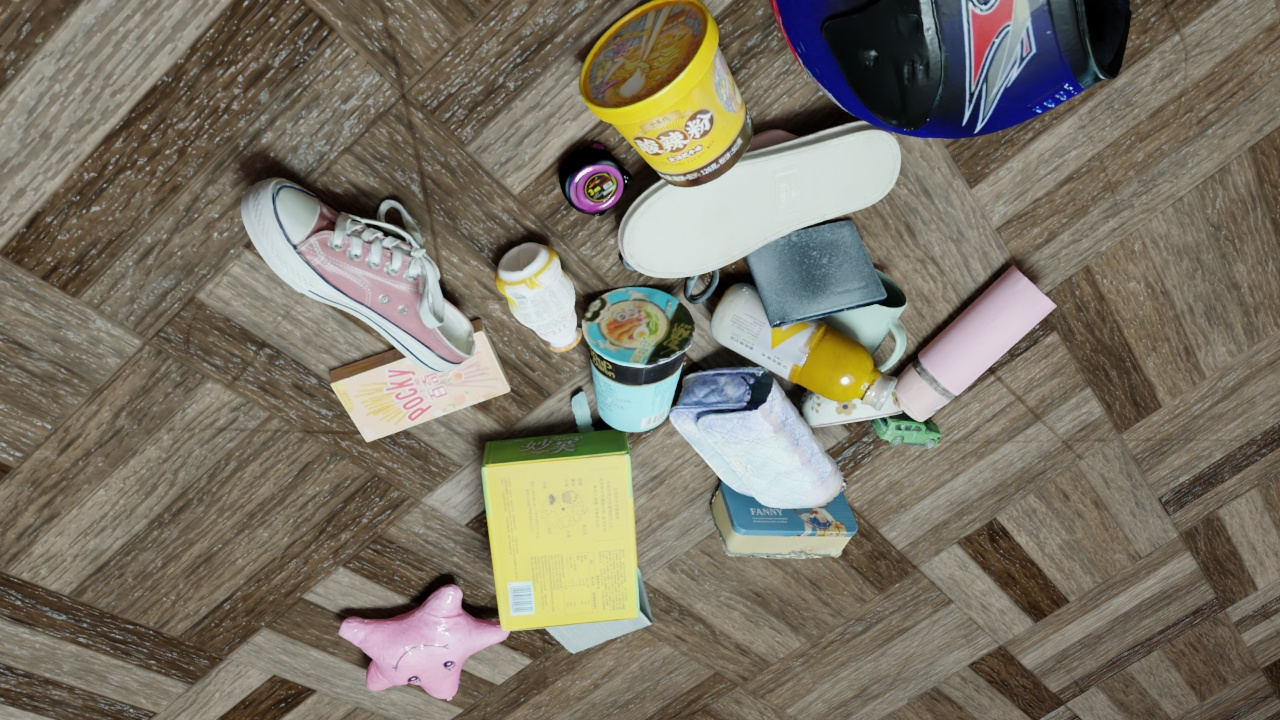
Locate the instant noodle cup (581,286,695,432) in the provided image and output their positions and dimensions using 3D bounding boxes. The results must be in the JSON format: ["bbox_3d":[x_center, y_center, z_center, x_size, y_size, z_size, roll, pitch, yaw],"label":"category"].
[{"bbox_3d":[-0.005,0.005,0.925,0.111,0.111,0.121,-8,138,-11],"label":"instant noodle cup"}]

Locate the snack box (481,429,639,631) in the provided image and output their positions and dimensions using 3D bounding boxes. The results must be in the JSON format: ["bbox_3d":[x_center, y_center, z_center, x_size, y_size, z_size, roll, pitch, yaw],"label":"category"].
[{"bbox_3d":[-0.084,0.186,1.009,0.157,0.070,0.210,-5,110,-4],"label":"snack box"}]

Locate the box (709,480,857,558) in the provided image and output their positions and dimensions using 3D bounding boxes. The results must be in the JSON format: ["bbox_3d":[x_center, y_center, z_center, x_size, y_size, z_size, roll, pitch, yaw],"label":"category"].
[{"bbox_3d":[0.169,0.193,1.129,0.184,0.089,0.060,4,132,-22],"label":"box"}]

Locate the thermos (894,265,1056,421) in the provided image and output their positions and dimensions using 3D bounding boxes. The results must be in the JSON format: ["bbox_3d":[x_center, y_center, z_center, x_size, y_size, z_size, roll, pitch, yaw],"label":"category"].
[{"bbox_3d":[0.377,-0.014,1.051,0.199,0.067,0.087,-49,154,21],"label":"thermos"}]

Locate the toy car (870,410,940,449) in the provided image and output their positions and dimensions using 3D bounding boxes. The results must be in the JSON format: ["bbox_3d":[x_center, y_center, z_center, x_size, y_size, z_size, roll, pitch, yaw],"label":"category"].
[{"bbox_3d":[0.326,0.081,1.119,0.091,0.043,0.036,9,123,-24],"label":"toy car"}]

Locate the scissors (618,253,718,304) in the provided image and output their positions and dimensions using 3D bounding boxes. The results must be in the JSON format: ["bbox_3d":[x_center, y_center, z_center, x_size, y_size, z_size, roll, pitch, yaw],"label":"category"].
[{"bbox_3d":[0.057,-0.130,0.892,0.159,0.014,0.181,-8,126,-14],"label":"scissors"}]

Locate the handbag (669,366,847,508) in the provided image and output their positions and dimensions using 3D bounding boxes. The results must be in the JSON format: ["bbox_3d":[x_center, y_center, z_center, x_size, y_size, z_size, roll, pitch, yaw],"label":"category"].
[{"bbox_3d":[0.127,0.090,1.008,0.134,0.075,0.194,-5,141,39],"label":"handbag"}]

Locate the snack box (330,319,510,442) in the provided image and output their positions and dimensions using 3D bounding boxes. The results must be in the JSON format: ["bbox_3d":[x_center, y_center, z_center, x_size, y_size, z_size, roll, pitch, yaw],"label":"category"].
[{"bbox_3d":[-0.217,0.021,0.914,0.157,0.026,0.084,-20,130,-2],"label":"snack box"}]

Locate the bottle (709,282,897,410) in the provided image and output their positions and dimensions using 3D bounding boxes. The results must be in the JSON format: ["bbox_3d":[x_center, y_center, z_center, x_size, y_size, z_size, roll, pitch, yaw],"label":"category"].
[{"bbox_3d":[0.162,-0.011,0.914,0.189,0.067,0.068,30,124,16],"label":"bottle"}]

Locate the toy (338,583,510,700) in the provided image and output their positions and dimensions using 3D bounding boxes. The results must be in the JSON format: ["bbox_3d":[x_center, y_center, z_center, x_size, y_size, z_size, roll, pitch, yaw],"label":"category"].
[{"bbox_3d":[-0.255,0.355,1.132,0.194,0.074,0.179,-18,122,-3],"label":"toy"}]

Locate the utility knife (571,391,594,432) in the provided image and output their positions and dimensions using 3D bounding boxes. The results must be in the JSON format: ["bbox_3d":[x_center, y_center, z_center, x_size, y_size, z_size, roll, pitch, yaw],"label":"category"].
[{"bbox_3d":[-0.053,0.114,1.046,0.029,0.013,0.217,-13,132,-5],"label":"utility knife"}]

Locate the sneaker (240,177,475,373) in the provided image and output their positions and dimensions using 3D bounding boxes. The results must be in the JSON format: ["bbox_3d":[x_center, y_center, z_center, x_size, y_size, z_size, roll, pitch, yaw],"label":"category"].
[{"bbox_3d":[-0.218,-0.078,0.781,0.088,0.118,0.241,-27,131,25],"label":"sneaker"}]

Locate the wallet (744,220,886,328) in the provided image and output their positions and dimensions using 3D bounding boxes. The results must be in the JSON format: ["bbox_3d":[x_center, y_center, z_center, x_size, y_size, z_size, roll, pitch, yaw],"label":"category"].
[{"bbox_3d":[0.171,-0.086,0.905,0.121,0.097,0.019,-13,155,-6],"label":"wallet"}]

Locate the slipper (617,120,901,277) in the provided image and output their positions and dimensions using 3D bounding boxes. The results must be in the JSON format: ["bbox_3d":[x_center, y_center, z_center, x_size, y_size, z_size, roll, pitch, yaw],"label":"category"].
[{"bbox_3d":[0.107,-0.154,0.850,0.274,0.054,0.114,-20,127,-2],"label":"slipper"}]

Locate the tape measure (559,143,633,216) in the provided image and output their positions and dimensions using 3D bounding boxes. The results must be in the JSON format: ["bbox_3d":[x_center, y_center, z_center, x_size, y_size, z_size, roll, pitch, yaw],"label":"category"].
[{"bbox_3d":[-0.043,-0.161,0.817,0.057,0.039,0.057,26,116,-37],"label":"tape measure"}]

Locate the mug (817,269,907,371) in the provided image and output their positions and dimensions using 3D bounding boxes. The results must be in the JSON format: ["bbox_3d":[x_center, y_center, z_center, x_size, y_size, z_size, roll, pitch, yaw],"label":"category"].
[{"bbox_3d":[0.224,-0.030,0.955,0.082,0.111,0.107,-8,135,-39],"label":"mug"}]

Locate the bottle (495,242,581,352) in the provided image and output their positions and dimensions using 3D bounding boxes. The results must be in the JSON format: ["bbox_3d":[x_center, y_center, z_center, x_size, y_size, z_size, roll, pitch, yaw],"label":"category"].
[{"bbox_3d":[-0.091,-0.057,0.867,0.063,0.063,0.108,-24,130,2],"label":"bottle"}]

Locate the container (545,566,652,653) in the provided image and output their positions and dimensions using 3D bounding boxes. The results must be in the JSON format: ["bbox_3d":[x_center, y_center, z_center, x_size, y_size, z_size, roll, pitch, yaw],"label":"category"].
[{"bbox_3d":[-0.060,0.296,1.142,0.114,0.090,0.090,-26,130,8],"label":"container"}]

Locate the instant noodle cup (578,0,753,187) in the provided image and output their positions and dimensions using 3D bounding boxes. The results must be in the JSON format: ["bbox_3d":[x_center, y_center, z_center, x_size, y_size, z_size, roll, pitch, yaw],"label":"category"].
[{"bbox_3d":[0.028,-0.213,0.753,0.118,0.118,0.114,-34,137,10],"label":"instant noodle cup"}]

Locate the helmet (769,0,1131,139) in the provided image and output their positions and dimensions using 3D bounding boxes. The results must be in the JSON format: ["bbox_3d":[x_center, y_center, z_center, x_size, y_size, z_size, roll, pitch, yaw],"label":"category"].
[{"bbox_3d":[0.203,-0.306,0.643,0.241,0.246,0.315,6,149,35],"label":"helmet"}]

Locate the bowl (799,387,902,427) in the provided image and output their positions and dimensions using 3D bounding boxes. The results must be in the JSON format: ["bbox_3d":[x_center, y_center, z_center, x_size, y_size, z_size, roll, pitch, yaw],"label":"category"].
[{"bbox_3d":[0.231,0.038,1.031,0.113,0.113,0.062,-10,86,-10],"label":"bowl"}]
